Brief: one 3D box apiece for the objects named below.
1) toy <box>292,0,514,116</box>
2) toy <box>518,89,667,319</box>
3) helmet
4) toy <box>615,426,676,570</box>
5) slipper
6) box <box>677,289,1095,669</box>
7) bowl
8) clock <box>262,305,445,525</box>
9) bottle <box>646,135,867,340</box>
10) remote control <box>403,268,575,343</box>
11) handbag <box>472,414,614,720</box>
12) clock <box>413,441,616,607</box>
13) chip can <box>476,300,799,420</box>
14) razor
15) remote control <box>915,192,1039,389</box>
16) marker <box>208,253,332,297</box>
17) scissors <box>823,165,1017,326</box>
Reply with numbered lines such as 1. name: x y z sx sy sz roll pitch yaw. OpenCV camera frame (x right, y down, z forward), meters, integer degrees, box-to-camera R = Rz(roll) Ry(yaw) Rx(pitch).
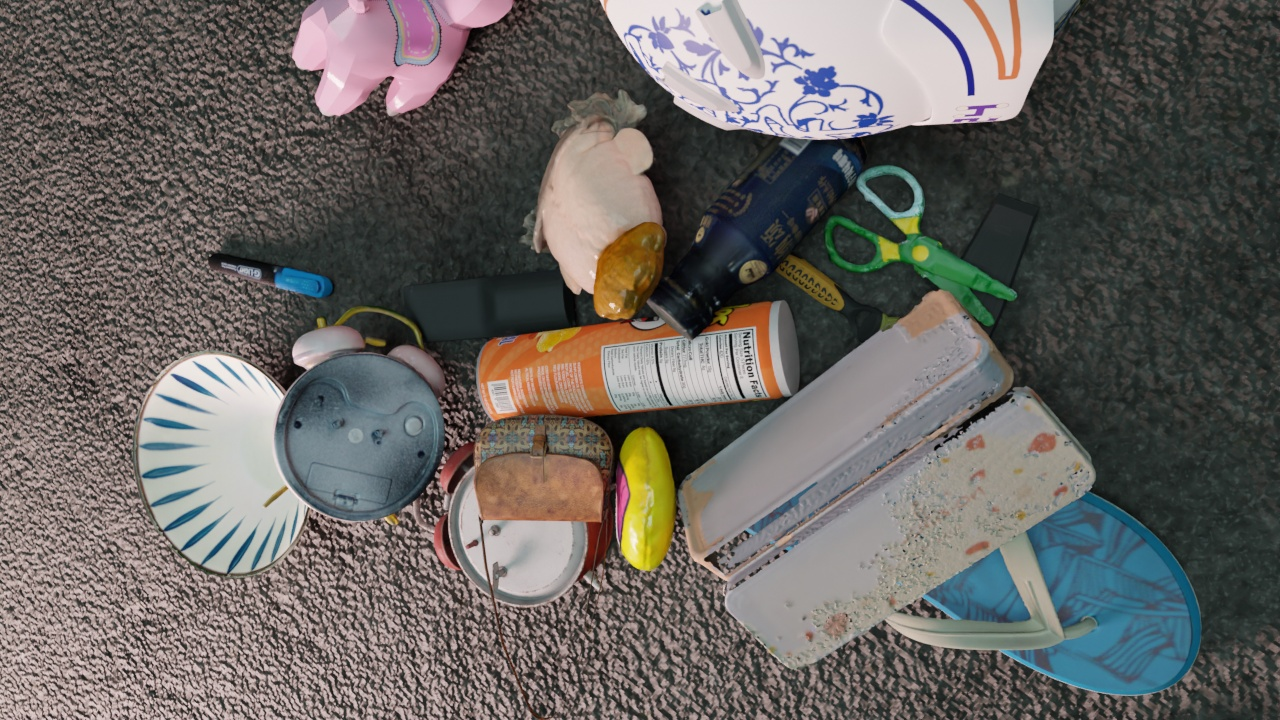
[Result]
1. toy: -0.157 -0.234 0.630 0.158 0.123 0.067 -32 83 35
2. toy: -0.019 -0.091 0.585 0.175 0.076 0.133 -111 35 -42
3. helmet: 0.080 -0.238 0.473 0.314 0.230 0.236 20 95 11
4. toy: 0.004 0.091 0.610 0.041 0.094 0.095 -1 72 -1
5. slipper: 0.188 0.113 0.561 0.295 0.060 0.118 19 97 19
6. box: 0.136 0.075 0.545 0.217 0.094 0.121 -39 37 20
7. bowl: -0.312 0.078 0.735 0.177 0.070 0.177 2 96 21
8. clock: -0.202 0.036 0.661 0.059 0.116 0.157 -6 71 59
9. bottle: 0.070 -0.083 0.564 0.056 0.056 0.160 42 87 12
10. remote control: -0.115 -0.039 0.678 0.141 0.021 0.045 -4 93 22
11. handbag: -0.066 0.133 0.597 0.093 0.043 0.195 0 82 5
12. clock: -0.100 0.114 0.665 0.157 0.061 0.110 11 99 19
13. chip can: -0.004 0.004 0.618 0.211 0.062 0.062 -7 93 21
14. razor: 0.112 -0.050 0.592 0.144 0.021 0.044 39 124 12
15. remote control: 0.206 -0.040 0.564 0.039 0.010 0.125 25 102 16
16. marker: -0.304 -0.070 0.748 0.123 0.015 0.018 13 100 20
17. scissors: 0.179 -0.074 0.563 0.132 0.013 0.078 30 103 24
